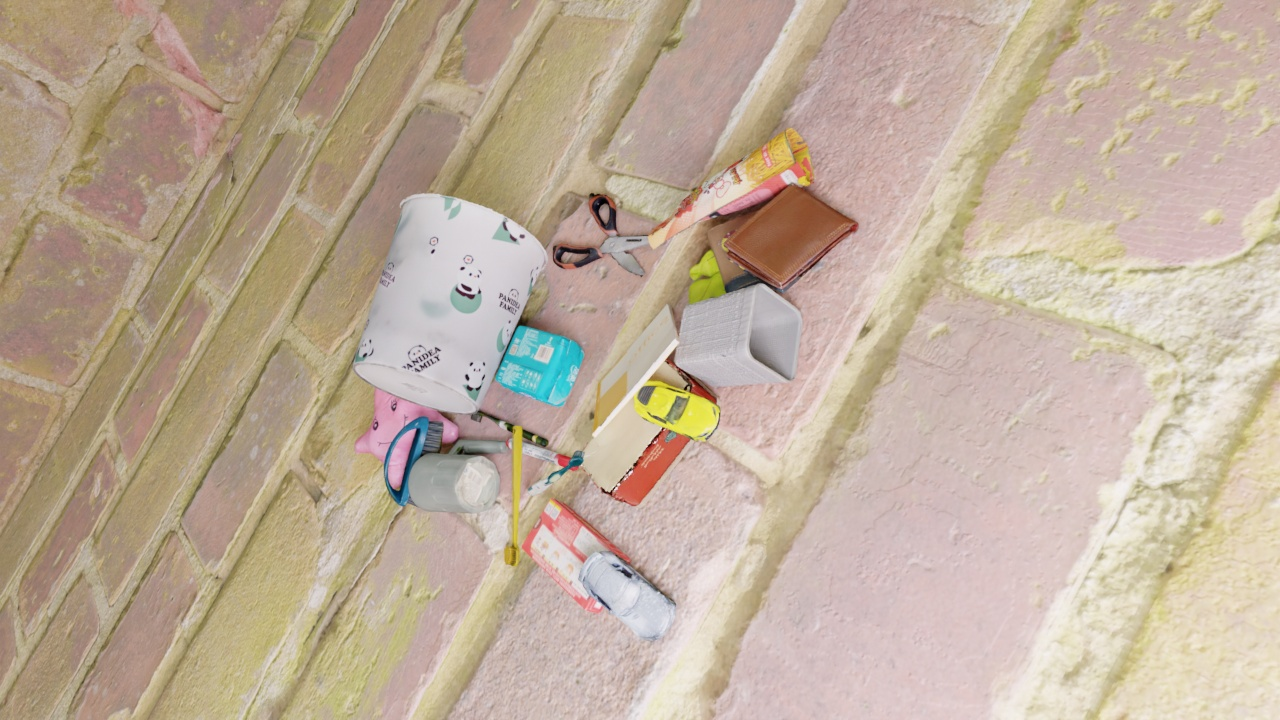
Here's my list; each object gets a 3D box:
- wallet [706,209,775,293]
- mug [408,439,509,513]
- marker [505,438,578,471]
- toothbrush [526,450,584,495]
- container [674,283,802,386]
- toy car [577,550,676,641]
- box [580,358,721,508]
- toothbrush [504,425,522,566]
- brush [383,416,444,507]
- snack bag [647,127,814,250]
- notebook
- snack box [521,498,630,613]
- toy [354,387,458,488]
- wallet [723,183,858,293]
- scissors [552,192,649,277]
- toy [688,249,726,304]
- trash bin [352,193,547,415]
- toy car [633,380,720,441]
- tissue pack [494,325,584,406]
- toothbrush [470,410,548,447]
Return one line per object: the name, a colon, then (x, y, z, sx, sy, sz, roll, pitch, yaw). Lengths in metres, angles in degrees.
wallet: (0.133, -0.127, 1.098, 0.090, 0.033, 0.115, -20, 50, 8)
mug: (-0.249, 0.157, 1.286, 0.104, 0.084, 0.123, -4, 40, 41)
marker: (-0.134, 0.125, 1.232, 0.145, 0.017, 0.017, 11, 75, 46)
toothbrush: (-0.107, 0.142, 1.144, 0.192, 0.016, 0.018, -39, 29, 58)
container: (0.107, -0.022, 1.037, 0.115, 0.090, 0.090, -10, 60, 43)
toy car: (-0.016, 0.259, 1.014, 0.121, 0.036, 0.054, 33, 89, 29)
box: (0.003, 0.081, 1.082, 0.168, 0.078, 0.091, -52, 44, 6)
toothbrush: (-0.169, 0.177, 1.219, 0.016, 0.016, 0.189, -20, 61, 38)
brush: (-0.337, 0.147, 1.345, 0.055, 0.073, 0.144, -124, 50, -65)
snack bag: (0.111, -0.209, 1.142, 0.208, 0.073, 0.128, -24, 17, 29)
notebook: (-0.007, 0.006, 1.103, 0.146, 0.010, 0.206, -49, 10, 11)
snack box: (-0.081, 0.234, 1.113, 0.153, 0.025, 0.075, 29, 89, 48)
toy: (-0.377, 0.095, 1.427, 0.195, 0.074, 0.178, -37, 67, 19)
wallet: (0.171, -0.140, 1.050, 0.124, 0.032, 0.101, -41, 52, -10)
scissors: (-0.052, -0.172, 1.323, 0.189, 0.015, 0.226, -34, 47, 25)
toy: (0.090, -0.090, 1.131, 0.097, 0.031, 0.100, 19, 75, 43)
trash bin: (-0.278, -0.070, 1.316, 0.230, 0.229, 0.251, -1, 65, 43)
toy car: (0.038, 0.053, 1.010, 0.105, 0.032, 0.048, 21, 82, 31)
tissue pack: (-0.143, 0.007, 1.282, 0.134, 0.050, 0.093, 16, 81, 47)
toothbrush: (-0.189, 0.097, 1.303, 0.186, 0.012, 0.017, 16, 85, 47)
